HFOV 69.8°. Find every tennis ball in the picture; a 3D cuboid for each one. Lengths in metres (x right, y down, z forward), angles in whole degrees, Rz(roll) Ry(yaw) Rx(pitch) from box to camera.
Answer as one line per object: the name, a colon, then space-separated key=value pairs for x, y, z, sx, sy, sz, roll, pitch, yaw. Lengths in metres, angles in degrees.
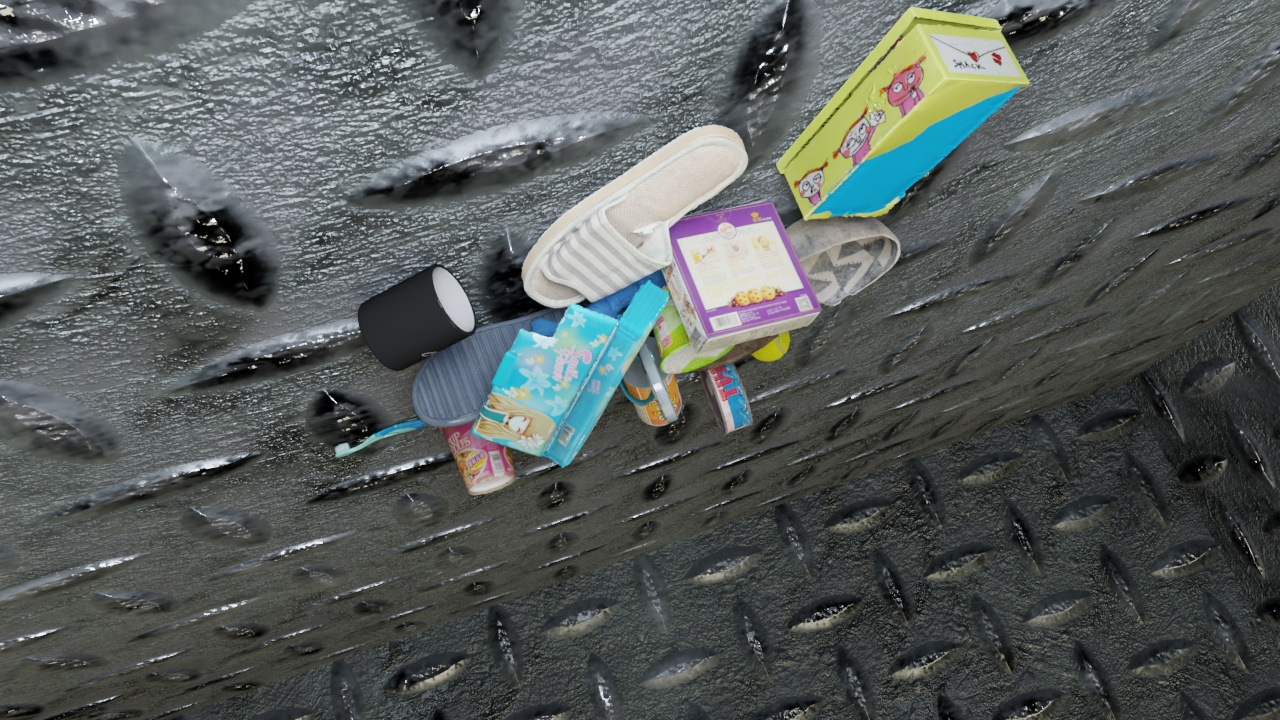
tennis ball: x=0.189 y=-0.032 z=1.367 sx=0.065 sy=0.065 sz=0.065 roll=-18 pitch=160 yaw=-7

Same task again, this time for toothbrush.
toothbrush: x=-0.352 y=0.102 z=1.256 sx=0.135 sy=0.017 sz=0.022 roll=-21 pitch=160 yaw=-9

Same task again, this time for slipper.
slipper: x=-0.008 y=-0.132 z=0.911 sx=0.273 sy=0.054 sz=0.114 roll=-37 pitch=140 yaw=26
slipper: x=-0.145 y=0.002 z=1.094 sx=0.263 sy=0.101 sz=0.083 roll=-24 pitch=169 yaw=-9
slipper: x=-0.007 y=0.006 z=1.109 sx=0.055 sy=0.098 sz=0.268 roll=-22 pitch=-165 yaw=-1

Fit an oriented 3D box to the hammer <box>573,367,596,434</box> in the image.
hammer: x=-0.085 y=0.065 z=1.336 sx=0.123 sy=0.036 sz=0.321 roll=-27 pitch=168 yaw=-6

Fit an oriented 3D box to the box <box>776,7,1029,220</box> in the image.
box: x=0.246 y=-0.229 z=0.894 sx=0.124 sy=0.082 sz=0.222 roll=-8 pitch=160 yaw=-29

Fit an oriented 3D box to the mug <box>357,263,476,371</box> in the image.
mug: x=-0.219 y=-0.045 z=0.928 sx=0.088 sy=0.078 sz=0.113 roll=-26 pitch=-174 yaw=12

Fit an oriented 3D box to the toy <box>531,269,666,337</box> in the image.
toy: x=-0.039 y=-0.070 z=1.029 sx=0.176 sy=0.071 sz=0.113 roll=-37 pitch=139 yaw=-4

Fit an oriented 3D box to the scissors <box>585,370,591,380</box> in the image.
scissors: x=-0.099 y=0.040 z=1.116 sx=0.139 sy=0.011 sz=0.134 roll=-30 pitch=173 yaw=-3

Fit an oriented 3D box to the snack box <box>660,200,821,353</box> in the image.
snack box: x=0.102 y=-0.094 z=0.996 sx=0.143 sy=0.148 sz=0.041 roll=-14 pitch=160 yaw=-20

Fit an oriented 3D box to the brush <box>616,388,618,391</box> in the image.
brush: x=-0.047 y=0.021 z=1.340 sx=0.048 sy=0.017 sz=0.126 roll=-22 pitch=160 yaw=2

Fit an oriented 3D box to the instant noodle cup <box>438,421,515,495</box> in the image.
instant noodle cup: x=-0.227 y=0.129 z=1.310 sx=0.097 sy=0.108 sz=0.098 roll=-18 pitch=160 yaw=-7

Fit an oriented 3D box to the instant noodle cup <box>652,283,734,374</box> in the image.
instant noodle cup: x=0.052 y=-0.053 z=1.110 sx=0.099 sy=0.108 sz=0.099 roll=-19 pitch=161 yaw=-7

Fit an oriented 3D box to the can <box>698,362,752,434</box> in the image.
can: x=0.128 y=0.047 z=1.415 sx=0.044 sy=0.130 sz=0.130 roll=-20 pitch=160 yaw=-2

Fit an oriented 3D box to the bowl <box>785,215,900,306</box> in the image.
bowl: x=0.216 y=-0.130 z=1.112 sx=0.178 sy=0.081 sz=0.179 roll=-19 pitch=160 yaw=-7

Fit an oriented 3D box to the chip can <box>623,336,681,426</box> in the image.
chip can: x=0.017 y=0.035 z=1.351 sx=0.075 sy=0.075 sz=0.215 roll=-21 pitch=161 yaw=-1

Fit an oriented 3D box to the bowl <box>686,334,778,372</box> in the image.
bowl: x=0.107 y=-0.052 z=1.225 sx=0.162 sy=0.070 sz=0.162 roll=-18 pitch=160 yaw=-7

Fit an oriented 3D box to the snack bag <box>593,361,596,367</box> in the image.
snack bag: x=-0.106 y=0.009 z=1.217 sx=0.144 sy=0.039 sz=0.131 roll=-28 pitch=161 yaw=2

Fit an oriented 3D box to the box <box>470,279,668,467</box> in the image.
box: x=-0.067 y=0.022 z=0.981 sx=0.169 sy=0.086 sz=0.228 roll=-10 pitch=144 yaw=-39
